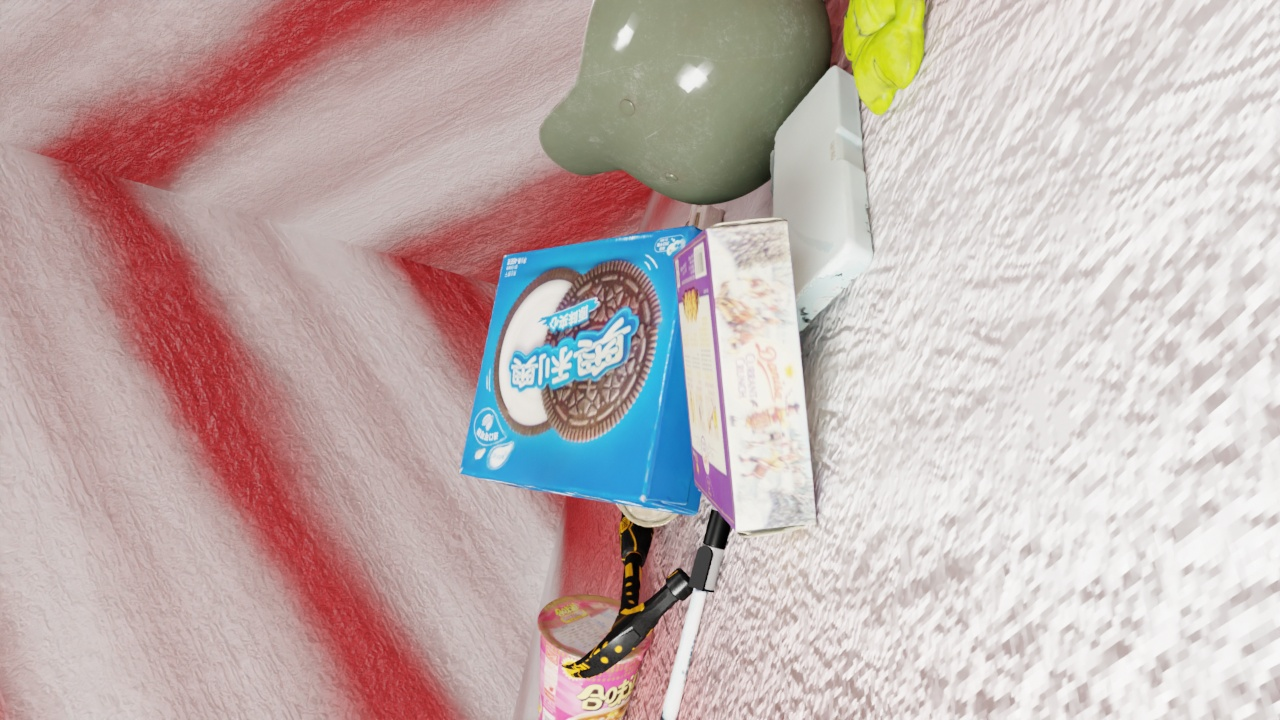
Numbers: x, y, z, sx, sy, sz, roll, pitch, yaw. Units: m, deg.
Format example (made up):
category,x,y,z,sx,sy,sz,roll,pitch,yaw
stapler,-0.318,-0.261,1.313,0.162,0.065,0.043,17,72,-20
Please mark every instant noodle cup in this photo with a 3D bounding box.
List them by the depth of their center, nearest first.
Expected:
category,x,y,z,sx,sy,sz,roll,pitch,yaw
instant noodle cup,-0.046,0.271,0.778,0.097,0.097,0.109,-89,9,-73

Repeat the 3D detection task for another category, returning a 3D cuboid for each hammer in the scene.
category,x,y,z,sx,sy,sz,roll,pitch,yaw
hammer,-0.008,0.175,0.797,0.123,0.036,0.320,-43,5,6

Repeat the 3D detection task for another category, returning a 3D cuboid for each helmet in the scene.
category,x,y,z,sx,sy,sz,roll,pitch,yaw
helmet,0.053,-0.210,0.672,0.226,0.154,0.268,-52,-18,-9

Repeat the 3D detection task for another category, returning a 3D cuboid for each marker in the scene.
category,x,y,z,sx,sy,sz,roll,pitch,yaw
marker,0.058,0.080,0.598,0.016,0.016,0.140,142,143,-82
marker,0.029,0.193,0.603,0.011,0.011,0.152,129,156,-79

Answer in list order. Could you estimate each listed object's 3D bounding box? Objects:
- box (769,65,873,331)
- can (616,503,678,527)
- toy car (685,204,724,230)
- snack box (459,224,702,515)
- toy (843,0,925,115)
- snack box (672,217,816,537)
category,x,y,z,sx,sy,sz,roll,pitch,yaw
box,0.097,-0.080,0.563,0.137,0.049,0.196,109,174,-45
can,0.010,0.085,0.835,0.170,0.067,0.067,-89,15,-70
toy car,0.069,-0.130,1.057,0.039,0.039,0.113,-23,49,56
snack box,-0.040,0.008,0.713,0.239,0.056,0.195,-1,76,47
toy,0.132,-0.179,0.495,0.094,0.036,0.093,137,142,-80
snack box,0.050,0.006,0.495,0.143,0.040,0.148,-159,64,-85
